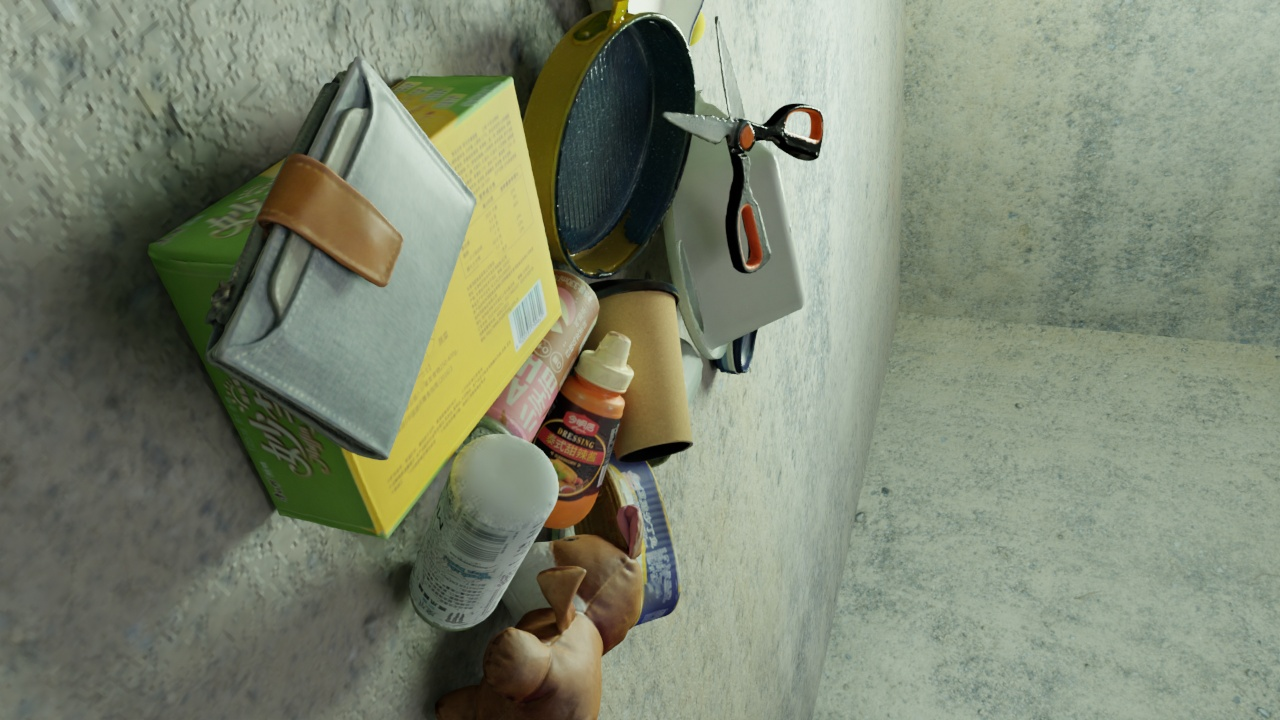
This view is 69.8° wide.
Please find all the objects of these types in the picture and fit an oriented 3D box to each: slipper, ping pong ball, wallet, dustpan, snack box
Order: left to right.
[{"bbox_3d":[-0.109,-0.038,0.364,0.106,0.037,0.129,56,43,-59],"label":"wallet"},{"bbox_3d":[-0.124,-0.038,0.475,0.209,0.070,0.158,-58,148,-47],"label":"snack box"},{"bbox_3d":[0.041,-0.316,0.864,0.040,0.040,0.040,8,89,-69],"label":"ping pong ball"},{"bbox_3d":[0.063,-0.125,0.913,0.257,0.142,0.223,-126,-164,-61],"label":"dustpan"},{"bbox_3d":[0.141,-0.102,1.132,0.105,0.095,0.253,-27,125,-69],"label":"slipper"}]

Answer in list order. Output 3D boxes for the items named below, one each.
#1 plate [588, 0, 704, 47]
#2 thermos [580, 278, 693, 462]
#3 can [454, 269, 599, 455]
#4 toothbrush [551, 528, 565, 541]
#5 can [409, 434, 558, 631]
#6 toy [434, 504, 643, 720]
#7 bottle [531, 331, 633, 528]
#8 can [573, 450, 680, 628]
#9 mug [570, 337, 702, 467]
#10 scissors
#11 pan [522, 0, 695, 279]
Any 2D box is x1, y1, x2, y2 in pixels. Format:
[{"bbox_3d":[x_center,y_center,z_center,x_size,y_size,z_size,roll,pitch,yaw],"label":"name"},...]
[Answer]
[{"bbox_3d":[0.005,-0.343,0.754,0.204,0.046,0.205,7,90,-70],"label":"plate"},{"bbox_3d":[-0.004,0.004,0.723,0.093,0.093,0.143,29,47,-68],"label":"thermos"},{"bbox_3d":[-0.079,0.003,0.628,0.058,0.058,0.146,77,29,-43],"label":"can"},{"bbox_3d":[-0.073,0.164,0.759,0.018,0.016,0.191,-3,100,-58],"label":"toothbrush"},{"bbox_3d":[-0.094,0.104,0.529,0.147,0.058,0.058,-59,-178,47],"label":"can"},{"bbox_3d":[-0.064,0.189,0.663,0.140,0.130,0.199,-49,177,37],"label":"toy"},{"bbox_3d":[-0.044,0.048,0.670,0.149,0.067,0.066,-65,162,12],"label":"bottle"},{"bbox_3d":[-0.014,0.147,0.771,0.049,0.075,0.148,-6,76,-40],"label":"can"},{"bbox_3d":[-0.005,0.018,0.817,0.124,0.084,0.103,56,38,-24],"label":"mug"},{"bbox_3d":[0.090,-0.175,0.760,0.231,0.022,0.221,-30,128,-41],"label":"scissors"},{"bbox_3d":[-0.010,-0.210,0.626,0.197,0.078,0.358,-52,152,-35],"label":"pan"}]
